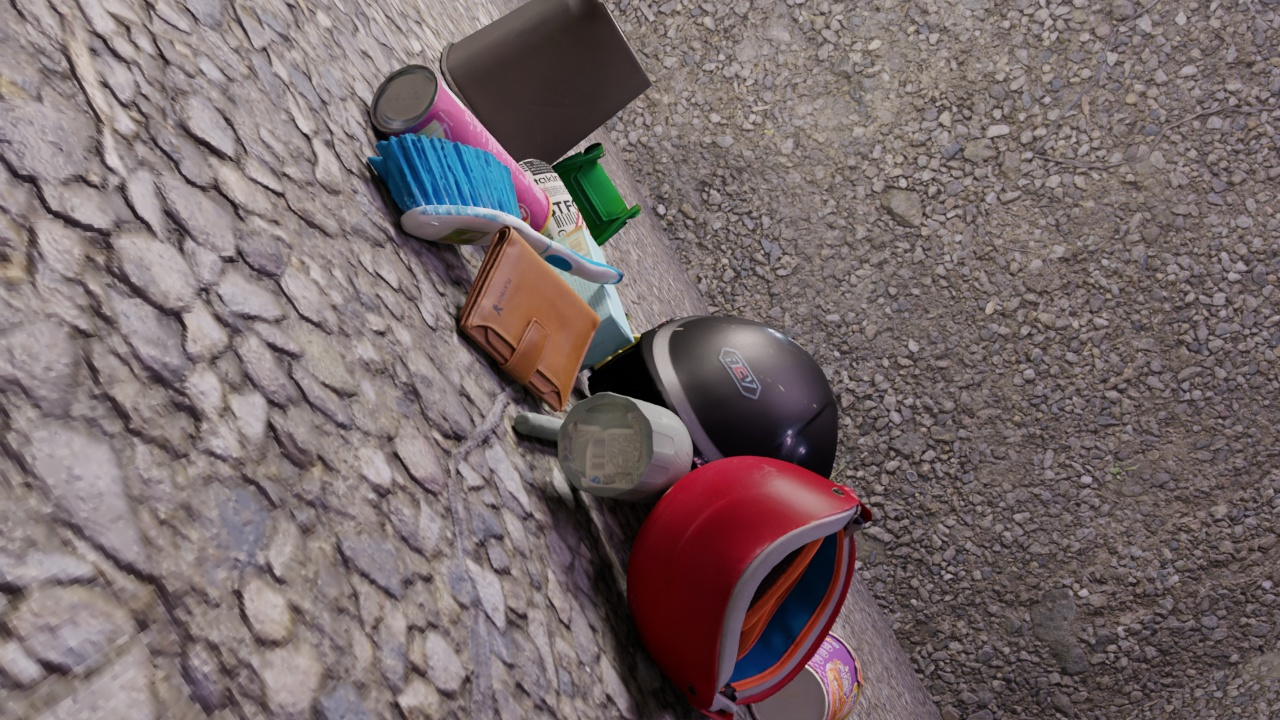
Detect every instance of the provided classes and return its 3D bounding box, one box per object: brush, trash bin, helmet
[{"bbox_3d":[-0.112,-0.124,0.830,0.313,0.061,0.109,-5,72,-62],"label":"brush"},{"bbox_3d":[-0.120,-0.386,1.227,0.199,0.220,0.198,53,12,-29],"label":"trash bin"},{"bbox_3d":[0.078,0.171,0.747,0.144,0.206,0.240,32,-11,29],"label":"helmet"},{"bbox_3d":[0.084,0.065,0.920,0.275,0.230,0.233,76,-12,-67],"label":"helmet"}]

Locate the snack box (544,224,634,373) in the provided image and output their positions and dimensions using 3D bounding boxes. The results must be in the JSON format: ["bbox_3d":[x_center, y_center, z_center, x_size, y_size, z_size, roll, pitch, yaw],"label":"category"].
[{"bbox_3d":[-0.067,-0.069,0.999,0.051,0.074,0.174,51,14,-42],"label":"snack box"}]

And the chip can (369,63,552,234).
[{"bbox_3d":[-0.162,-0.185,0.863,0.210,0.071,0.071,43,20,-59],"label":"chip can"}]

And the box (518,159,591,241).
[{"bbox_3d":[-0.119,-0.160,1.118,0.074,0.081,0.163,-27,89,-48],"label":"box"}]

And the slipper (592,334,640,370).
[{"bbox_3d":[-0.006,0.006,1.086,0.190,0.082,0.091,53,15,-26],"label":"slipper"}]

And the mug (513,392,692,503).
[{"bbox_3d":[-0.030,0.067,0.734,0.103,0.124,0.083,28,75,-70],"label":"mug"}]

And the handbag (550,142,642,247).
[{"bbox_3d":[-0.075,-0.227,1.290,0.131,0.120,0.068,56,5,-17],"label":"handbag"}]

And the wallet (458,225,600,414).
[{"bbox_3d":[-0.094,-0.027,0.768,0.130,0.035,0.118,46,48,-40],"label":"wallet"}]

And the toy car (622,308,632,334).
[{"bbox_3d":[-0.041,-0.054,1.178,0.053,0.045,0.120,55,5,-17],"label":"toy car"}]

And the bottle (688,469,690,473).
[{"bbox_3d":[0.095,0.176,1.223,0.195,0.044,0.079,60,12,1],"label":"bottle"}]

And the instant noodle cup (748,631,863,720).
[{"bbox_3d":[0.163,0.335,0.942,0.111,0.112,0.099,64,19,17],"label":"instant noodle cup"}]
